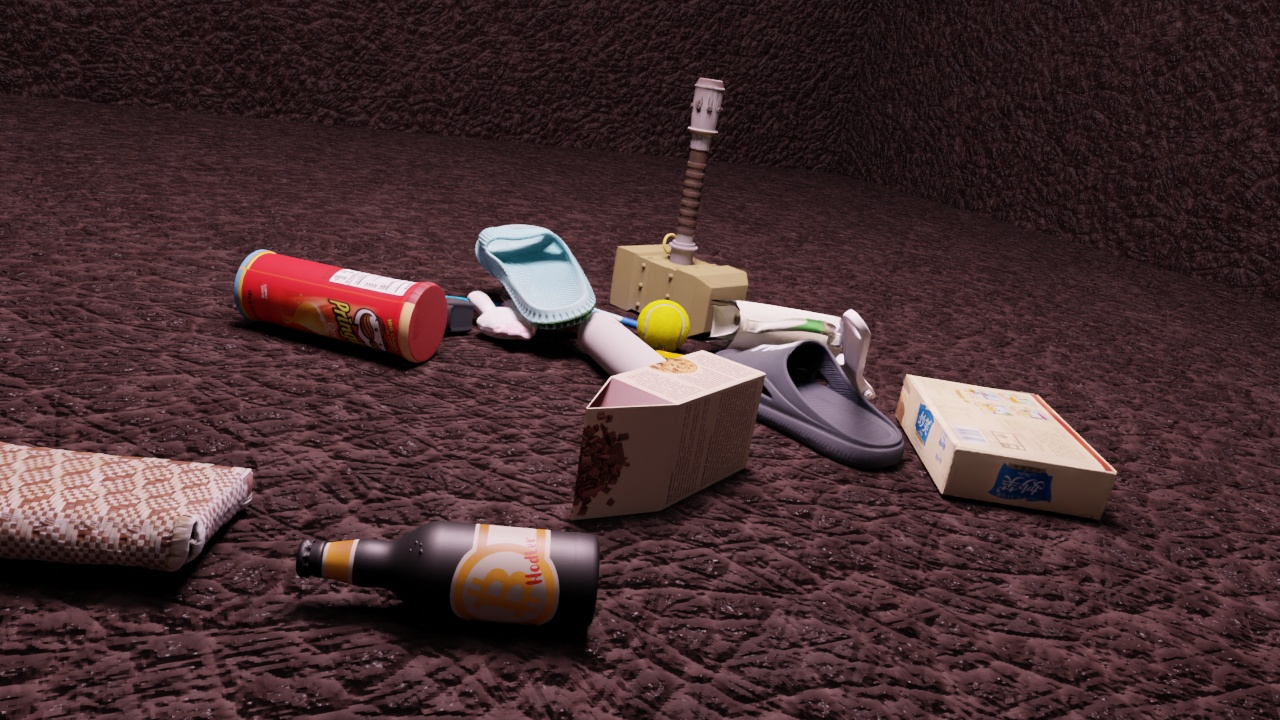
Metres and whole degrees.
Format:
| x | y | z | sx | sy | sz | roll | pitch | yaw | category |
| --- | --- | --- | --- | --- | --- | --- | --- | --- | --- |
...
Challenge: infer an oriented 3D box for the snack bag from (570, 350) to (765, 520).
| x | y | z | sx | sy | sz | roll | pitch | yaw | category |
| --- | --- | --- | --- | --- | --- | --- | --- | --- | --- |
| 0.016 | 0.062 | 0.775 | 0.070 | 0.094 | 0.205 | 22 | 23 | 33 | snack bag |

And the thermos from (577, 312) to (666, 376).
| x | y | z | sx | sy | sz | roll | pitch | yaw | category |
| --- | --- | --- | --- | --- | --- | --- | --- | --- | --- |
| -0.006 | 0.006 | 0.994 | 0.052 | 0.052 | 0.224 | 0 | 20 | -25 | thermos |

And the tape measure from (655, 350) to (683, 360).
| x | y | z | sx | sy | sz | roll | pitch | yaw | category |
| --- | --- | --- | --- | --- | --- | --- | --- | --- | --- |
| 0.042 | 0.012 | 1.038 | 0.059 | 0.030 | 0.068 | 7 | 19 | 1 | tape measure |

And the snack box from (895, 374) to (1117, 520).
| x | y | z | sx | sy | sz | roll | pitch | yaw | category |
| --- | --- | --- | --- | --- | --- | --- | --- | --- | --- |
| 0.362 | 0.082 | 0.938 | 0.153 | 0.055 | 0.207 | 9 | 18 | 0 | snack box |

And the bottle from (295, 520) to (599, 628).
| x | y | z | sx | sy | sz | roll | pitch | yaw | category |
| --- | --- | --- | --- | --- | --- | --- | --- | --- | --- |
| -0.119 | 0.130 | 0.571 | 0.181 | 0.059 | 0.059 | 6 | 19 | -7 | bottle |

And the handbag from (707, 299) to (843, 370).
| x | y | z | sx | sy | sz | roll | pitch | yaw | category |
| --- | --- | --- | --- | --- | --- | --- | --- | --- | --- |
| 0.174 | -0.029 | 1.112 | 0.151 | 0.074 | 0.176 | 8 | 0 | -18 | handbag |

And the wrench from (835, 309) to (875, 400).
| x | y | z | sx | sy | sz | roll | pitch | yaw | category |
| --- | --- | --- | --- | --- | --- | --- | --- | --- | --- |
| 0.223 | -0.003 | 0.959 | 0.066 | 0.018 | 0.273 | 56 | 2 | 18 | wrench |

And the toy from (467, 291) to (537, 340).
| x | y | z | sx | sy | sz | roll | pitch | yaw | category |
| --- | --- | --- | --- | --- | --- | --- | --- | --- | --- |
| -0.161 | -0.047 | 1.105 | 0.075 | 0.037 | 0.125 | 3 | 24 | -30 | toy |

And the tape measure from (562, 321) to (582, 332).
| x | y | z | sx | sy | sz | roll | pitch | yaw | category |
| --- | --- | --- | --- | --- | --- | --- | --- | --- | --- |
| -0.068 | -0.043 | 1.160 | 0.051 | 0.019 | 0.059 | 16 | 11 | 15 | tape measure |

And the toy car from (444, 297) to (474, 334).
| x | y | z | sx | sy | sz | roll | pitch | yaw | category |
| --- | --- | --- | --- | --- | --- | --- | --- | --- | --- |
| -0.249 | -0.052 | 1.067 | 0.112 | 0.046 | 0.034 | 0 | 16 | -30 | toy car |

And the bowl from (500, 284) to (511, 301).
| x | y | z | sx | sy | sz | roll | pitch | yaw | category |
| --- | --- | --- | --- | --- | --- | --- | --- | --- | --- |
| -0.126 | -0.103 | 1.228 | 0.112 | 0.061 | 0.112 | 13 | 16 | -4 | bowl |

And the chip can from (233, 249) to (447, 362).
| x | y | z | sx | sy | sz | roll | pitch | yaw | category |
| --- | --- | --- | --- | --- | --- | --- | --- | --- | --- |
| -0.325 | -0.061 | 0.998 | 0.213 | 0.087 | 0.086 | 13 | 19 | 14 | chip can |

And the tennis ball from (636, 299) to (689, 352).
| x | y | z | sx | sy | sz | roll | pitch | yaw | category |
| --- | --- | --- | --- | --- | --- | --- | --- | --- | --- |
| 0.028 | -0.042 | 1.133 | 0.065 | 0.065 | 0.065 | 8 | 19 | -3 | tennis ball |

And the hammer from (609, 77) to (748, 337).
| x | y | z | sx | sy | sz | roll | pitch | yaw | category |
| --- | --- | --- | --- | --- | --- | --- | --- | --- | --- |
| 0.069 | -0.213 | 1.245 | 0.100 | 0.325 | 0.190 | -9 | 26 | -42 | hammer |

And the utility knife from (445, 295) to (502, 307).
| x | y | z | sx | sy | sz | roll | pitch | yaw | category |
| --- | --- | --- | --- | --- | --- | --- | --- | --- | --- |
| -0.262 | -0.078 | 1.183 | 0.206 | 0.015 | 0.031 | 8 | 17 | -14 | utility knife |

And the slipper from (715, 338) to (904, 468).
| x | y | z | sx | sy | sz | roll | pitch | yaw | category |
| --- | --- | --- | --- | --- | --- | --- | --- | --- | --- |
| 0.170 | 0.025 | 0.979 | 0.110 | 0.083 | 0.268 | -7 | 26 | -35 | slipper |

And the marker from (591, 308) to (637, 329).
| x | y | z | sx | sy | sz | roll | pitch | yaw | category |
| --- | --- | --- | --- | --- | --- | --- | --- | --- | --- |
| -0.035 | -0.055 | 1.187 | 0.142 | 0.013 | 0.013 | 17 | 18 | -5 | marker |

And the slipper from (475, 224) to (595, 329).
| x | y | z | sx | sy | sz | roll | pitch | yaw | category |
| --- | --- | --- | --- | --- | --- | --- | --- | --- | --- |
| -0.133 | -0.125 | 1.136 | 0.115 | 0.070 | 0.276 | -14 | 35 | -18 | slipper |

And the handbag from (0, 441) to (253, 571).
| x | y | z | sx | sy | sz | roll | pitch | yaw | category |
| --- | --- | --- | --- | --- | --- | --- | --- | --- | --- |
| -0.360 | 0.094 | 0.590 | 0.185 | 0.047 | 0.124 | 7 | 11 | -7 | handbag |
